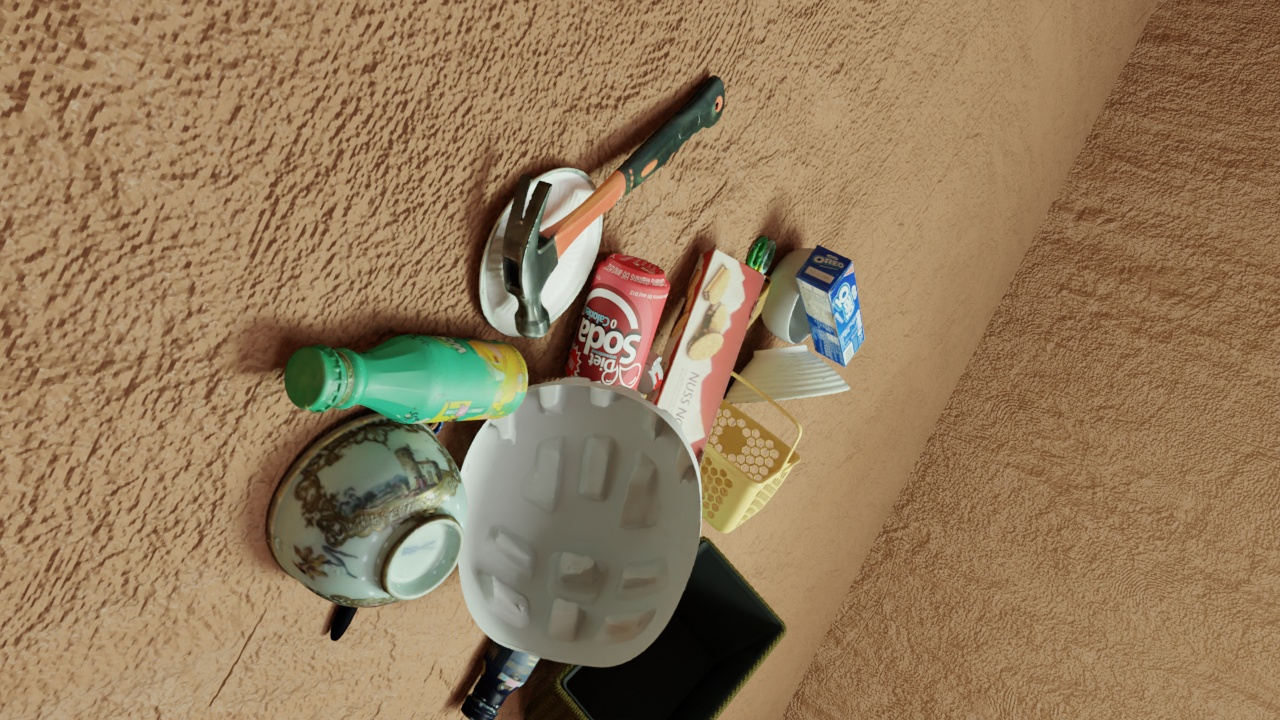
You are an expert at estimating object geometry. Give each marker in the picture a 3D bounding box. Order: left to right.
[{"bbox_3d":[-0.240,0.185,0.796,0.134,0.015,0.018,-64,172,4],"label":"marker"}]

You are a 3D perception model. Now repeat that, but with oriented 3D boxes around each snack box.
[{"bbox_3d":[0.061,0.013,1.028,0.076,0.044,0.272,25,77,-19],"label":"snack box"},{"bbox_3d":[0.258,-0.068,1.233,0.059,0.059,0.226,-52,152,-9],"label":"snack box"}]

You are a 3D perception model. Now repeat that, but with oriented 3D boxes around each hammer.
[{"bbox_3d":[-0.012,-0.166,0.826,0.332,0.033,0.133,-48,149,-36],"label":"hammer"}]

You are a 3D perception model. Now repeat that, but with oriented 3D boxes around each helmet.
[{"bbox_3d":[-0.057,0.136,0.859,0.183,0.224,0.283,-85,179,-53],"label":"helmet"}]

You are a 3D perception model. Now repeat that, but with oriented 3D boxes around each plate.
[{"bbox_3d":[-0.087,-0.095,0.803,0.156,0.014,0.157,-41,147,-35],"label":"plate"}]

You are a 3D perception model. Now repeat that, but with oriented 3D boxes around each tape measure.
[{"bbox_3d":[-0.006,0.006,0.987,0.020,0.060,0.062,-47,153,-27],"label":"tape measure"}]

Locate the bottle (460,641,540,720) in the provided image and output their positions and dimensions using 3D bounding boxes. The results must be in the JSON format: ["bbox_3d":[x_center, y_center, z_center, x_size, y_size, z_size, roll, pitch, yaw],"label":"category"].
[{"bbox_3d":[-0.148,0.343,1.060,0.160,0.056,0.056,-58,153,-8],"label":"bottle"}]

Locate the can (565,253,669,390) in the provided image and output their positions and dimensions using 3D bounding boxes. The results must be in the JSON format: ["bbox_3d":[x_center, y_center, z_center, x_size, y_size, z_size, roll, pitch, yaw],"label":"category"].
[{"bbox_3d":[-0.024,-0.029,0.906,0.074,0.074,0.143,-12,125,-56],"label":"can"}]

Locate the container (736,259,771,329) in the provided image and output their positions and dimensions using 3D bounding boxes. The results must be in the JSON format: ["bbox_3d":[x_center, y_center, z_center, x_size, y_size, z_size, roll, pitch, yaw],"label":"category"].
[{"bbox_3d":[0.106,-0.058,1.124,0.113,0.063,0.061,-50,158,-21],"label":"container"}]

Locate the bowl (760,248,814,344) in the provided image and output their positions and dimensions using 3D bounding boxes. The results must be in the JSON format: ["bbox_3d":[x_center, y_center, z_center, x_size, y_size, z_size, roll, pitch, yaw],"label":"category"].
[{"bbox_3d":[0.210,-0.094,1.262,0.131,0.064,0.132,-41,146,-35],"label":"bowl"}]

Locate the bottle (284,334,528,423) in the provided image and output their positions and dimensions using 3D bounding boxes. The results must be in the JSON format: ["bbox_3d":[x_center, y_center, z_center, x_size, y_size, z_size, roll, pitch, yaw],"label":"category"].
[{"bbox_3d":[-0.172,0.014,0.698,0.209,0.068,0.068,3,113,-60],"label":"bottle"}]

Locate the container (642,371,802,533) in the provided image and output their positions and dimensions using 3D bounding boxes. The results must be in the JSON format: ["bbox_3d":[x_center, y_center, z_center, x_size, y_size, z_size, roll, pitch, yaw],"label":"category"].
[{"bbox_3d":[0.094,0.089,1.104,0.129,0.183,0.167,-21,139,-52],"label":"container"}]

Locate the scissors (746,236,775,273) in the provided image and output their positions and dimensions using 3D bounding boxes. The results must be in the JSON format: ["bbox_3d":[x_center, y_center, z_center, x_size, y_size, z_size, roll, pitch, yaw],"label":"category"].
[{"bbox_3d":[0.145,-0.101,1.204,0.070,0.014,0.131,-4,117,-59],"label":"scissors"}]

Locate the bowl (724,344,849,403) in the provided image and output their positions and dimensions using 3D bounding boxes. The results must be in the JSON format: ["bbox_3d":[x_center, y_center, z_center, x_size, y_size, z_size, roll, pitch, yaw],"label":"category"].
[{"bbox_3d":[0.200,0.016,1.288,0.177,0.178,0.071,-7,90,-58],"label":"bowl"}]

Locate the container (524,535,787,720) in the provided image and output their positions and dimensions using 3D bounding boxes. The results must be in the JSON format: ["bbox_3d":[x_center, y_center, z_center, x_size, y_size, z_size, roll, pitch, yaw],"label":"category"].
[{"bbox_3d":[0.008,0.427,1.243,0.319,0.176,0.206,-35,169,-42],"label":"container"}]

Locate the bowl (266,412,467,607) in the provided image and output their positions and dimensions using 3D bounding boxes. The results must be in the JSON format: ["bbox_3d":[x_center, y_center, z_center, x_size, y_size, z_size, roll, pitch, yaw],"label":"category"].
[{"bbox_3d":[-0.195,0.131,0.718,0.159,0.094,0.160,-31,136,-36],"label":"bowl"}]

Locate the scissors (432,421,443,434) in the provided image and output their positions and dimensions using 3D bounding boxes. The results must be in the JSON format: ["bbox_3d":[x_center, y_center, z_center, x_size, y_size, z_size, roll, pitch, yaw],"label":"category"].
[{"bbox_3d":[-0.210,0.072,0.753,0.104,0.015,0.133,-59,148,0],"label":"scissors"}]
